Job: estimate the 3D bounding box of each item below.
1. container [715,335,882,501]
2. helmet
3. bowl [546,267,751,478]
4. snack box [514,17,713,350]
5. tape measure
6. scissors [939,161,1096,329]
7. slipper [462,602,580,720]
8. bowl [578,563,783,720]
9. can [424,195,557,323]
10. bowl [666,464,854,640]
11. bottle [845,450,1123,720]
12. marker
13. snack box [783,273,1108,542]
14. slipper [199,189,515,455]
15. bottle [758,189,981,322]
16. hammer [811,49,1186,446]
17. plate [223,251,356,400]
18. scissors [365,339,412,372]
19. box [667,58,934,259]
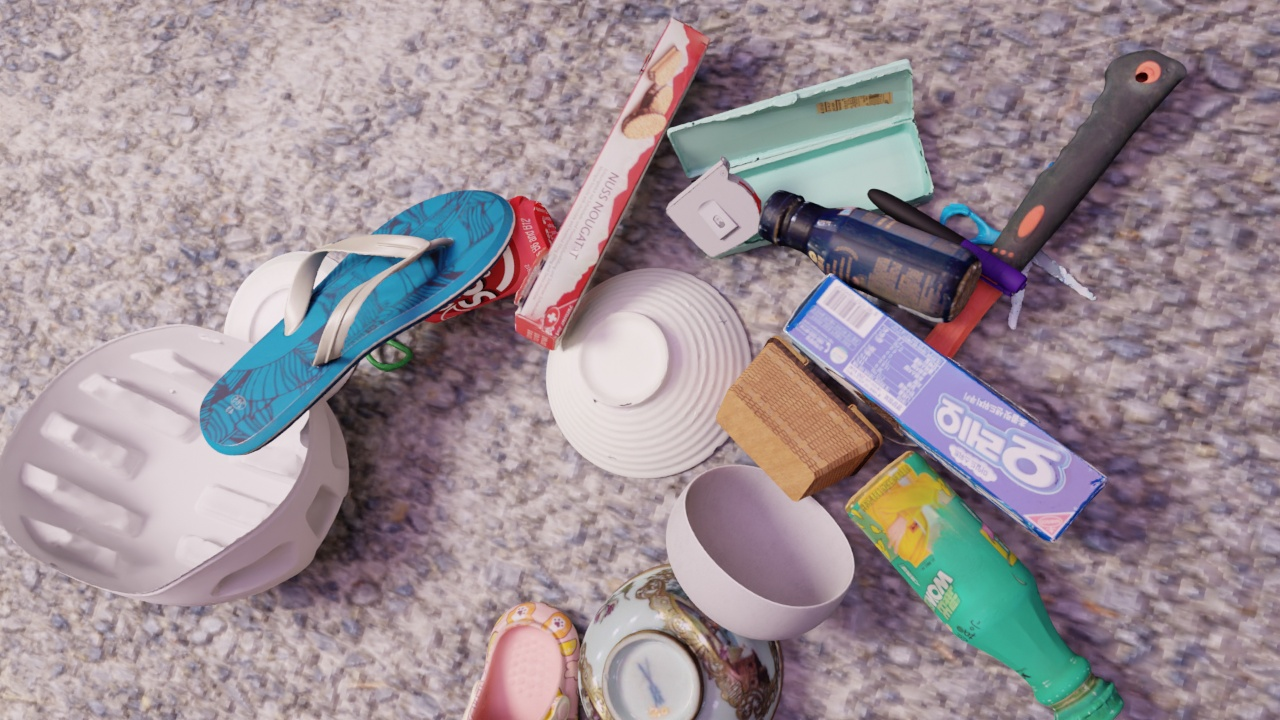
[{"bbox_3d":[0.111,0.047,0.679,0.061,0.063,0.114,-34,69,-27],"label":"container"},{"bbox_3d":[-0.385,0.089,0.762,0.282,0.184,0.223,15,56,1],"label":"helmet"},{"bbox_3d":[-0.004,0.004,0.730,0.177,0.071,0.177,-3,81,17],"label":"bowl"},{"bbox_3d":[-0.024,-0.140,0.731,0.044,0.077,0.272,27,80,-4],"label":"snack box"},{"bbox_3d":[0.060,-0.116,0.713,0.060,0.020,0.062,-36,107,27],"label":"tape measure"},{"bbox_3d":[0.292,-0.092,0.685,0.127,0.014,0.129,44,97,17],"label":"scissors"},{"bbox_3d":[-0.097,0.288,0.706,0.093,0.081,0.197,7,81,17],"label":"slipper"},{"bbox_3d":[0.020,0.231,0.672,0.160,0.094,0.159,-3,80,17],"label":"bowl"},{"bbox_3d":[-0.142,-0.084,0.784,0.143,0.074,0.074,-20,76,13],"label":"can"},{"bbox_3d":[0.079,0.144,0.659,0.132,0.131,0.065,38,125,19],"label":"bowl"},{"bbox_3d":[0.236,0.160,0.632,0.068,0.068,0.209,-42,72,6],"label":"bottle"},{"bbox_3d":[0.219,-0.088,0.666,0.134,0.015,0.018,39,124,25],"label":"marker"},{"bbox_3d":[0.203,0.030,0.635,0.226,0.059,0.059,39,93,18],"label":"snack box"},{"bbox_3d":[-0.229,-0.047,0.709,0.294,0.060,0.118,-43,51,-10],"label":"slipper"},{"bbox_3d":[0.162,-0.080,0.666,0.161,0.056,0.056,28,89,26],"label":"bottle"},{"bbox_3d":[0.272,-0.080,0.669,0.133,0.033,0.333,37,98,19],"label":"hammer"},{"bbox_3d":[-0.330,-0.028,0.864,0.157,0.014,0.157,-3,80,16],"label":"plate"},{"bbox_3d":[-0.254,-0.045,0.834,0.128,0.012,0.121,29,83,6],"label":"scissors"},{"bbox_3d":[0.125,-0.151,0.711,0.187,0.110,0.078,-13,60,12],"label":"box"}]
